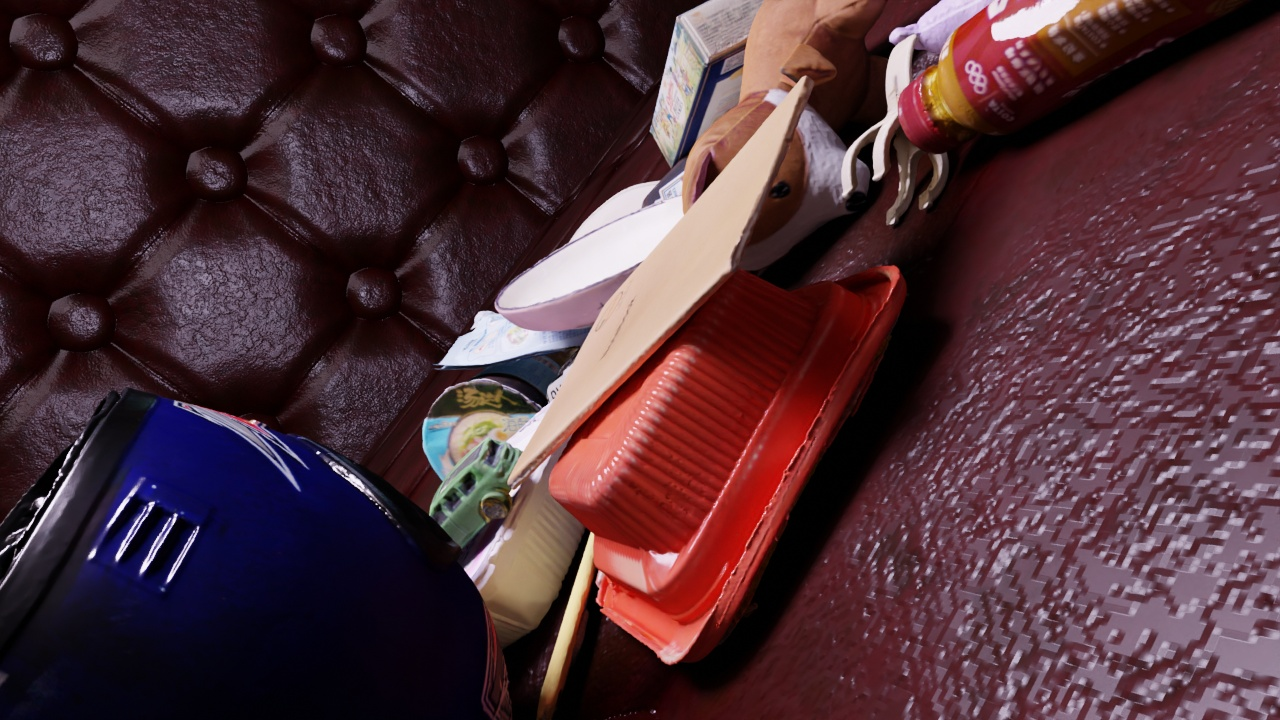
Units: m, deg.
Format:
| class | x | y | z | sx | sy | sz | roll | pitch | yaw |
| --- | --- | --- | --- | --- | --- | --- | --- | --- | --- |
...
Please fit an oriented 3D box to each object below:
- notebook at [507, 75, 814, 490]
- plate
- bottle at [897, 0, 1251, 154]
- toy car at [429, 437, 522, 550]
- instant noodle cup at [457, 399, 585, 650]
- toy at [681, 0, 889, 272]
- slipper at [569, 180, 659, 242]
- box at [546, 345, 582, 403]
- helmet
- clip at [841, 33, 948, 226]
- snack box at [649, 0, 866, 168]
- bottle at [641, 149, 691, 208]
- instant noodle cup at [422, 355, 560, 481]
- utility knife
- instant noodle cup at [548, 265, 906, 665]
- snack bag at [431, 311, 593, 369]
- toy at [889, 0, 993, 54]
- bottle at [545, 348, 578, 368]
| class | x | y | z | sx | sy | sz | roll | pitch | yaw |
| --- | --- | --- | --- | --- | --- | --- | --- | --- | --- |
| notebook | 0.006 | -0.032 | 0.451 | 0.208 | 0.008 | 0.147 | -44 | 15 | 47 |
| plate | -0.016 | -0.070 | 0.691 | 0.192 | 0.039 | 0.192 | -23 | 18 | 8 |
| bottle | 0.185 | -0.144 | 0.394 | 0.057 | 0.057 | 0.175 | -58 | 15 | -27 |
| toy car | -0.101 | 0.084 | 0.531 | 0.091 | 0.036 | 0.043 | -50 | 15 | 20 |
| instant noodle cup | -0.085 | 0.116 | 0.592 | 0.138 | 0.060 | 0.173 | -40 | 19 | 38 |
| toy | 0.096 | -0.135 | 0.580 | 0.130 | 0.140 | 0.199 | 29 | 79 | 34 |
| slipper | 0.008 | -0.128 | 0.928 | 0.275 | 0.054 | 0.114 | -3 | 52 | 57 |
| box | -0.002 | -0.001 | 0.643 | 0.087 | 0.076 | 0.163 | -37 | -1 | -39 |
| helmet | -0.189 | 0.155 | 0.418 | 0.247 | 0.240 | 0.316 | -56 | 26 | -11 |
| clip | 0.130 | -0.127 | 0.482 | 0.035 | 0.081 | 0.104 | 159 | 119 | -64 |
| snack box | 0.101 | -0.242 | 0.720 | 0.177 | 0.046 | 0.183 | -30 | -7 | -11 |
| bottle | 0.027 | -0.111 | 0.790 | 0.044 | 0.079 | 0.195 | -3 | -27 | -43 |
| instant noodle cup | -0.111 | 0.048 | 0.780 | 0.111 | 0.111 | 0.120 | -46 | 7 | 21 |
| utility knife | -0.038 | 0.141 | 0.455 | 0.197 | 0.021 | 0.031 | -64 | -14 | -57 |
| instant noodle cup | 0.024 | 0.032 | 0.419 | 0.188 | 0.079 | 0.165 | -60 | 11 | -14 |
| snack bag | -0.071 | -0.029 | 0.760 | 0.191 | 0.039 | 0.110 | -11 | 31 | 15 |
| toy | 0.201 | -0.192 | 0.490 | 0.083 | 0.039 | 0.108 | -10 | -8 | -36 |
| bottle | -0.106 | 0.004 | 0.939 | 0.065 | 0.065 | 0.219 | -56 | 14 | -18 |
